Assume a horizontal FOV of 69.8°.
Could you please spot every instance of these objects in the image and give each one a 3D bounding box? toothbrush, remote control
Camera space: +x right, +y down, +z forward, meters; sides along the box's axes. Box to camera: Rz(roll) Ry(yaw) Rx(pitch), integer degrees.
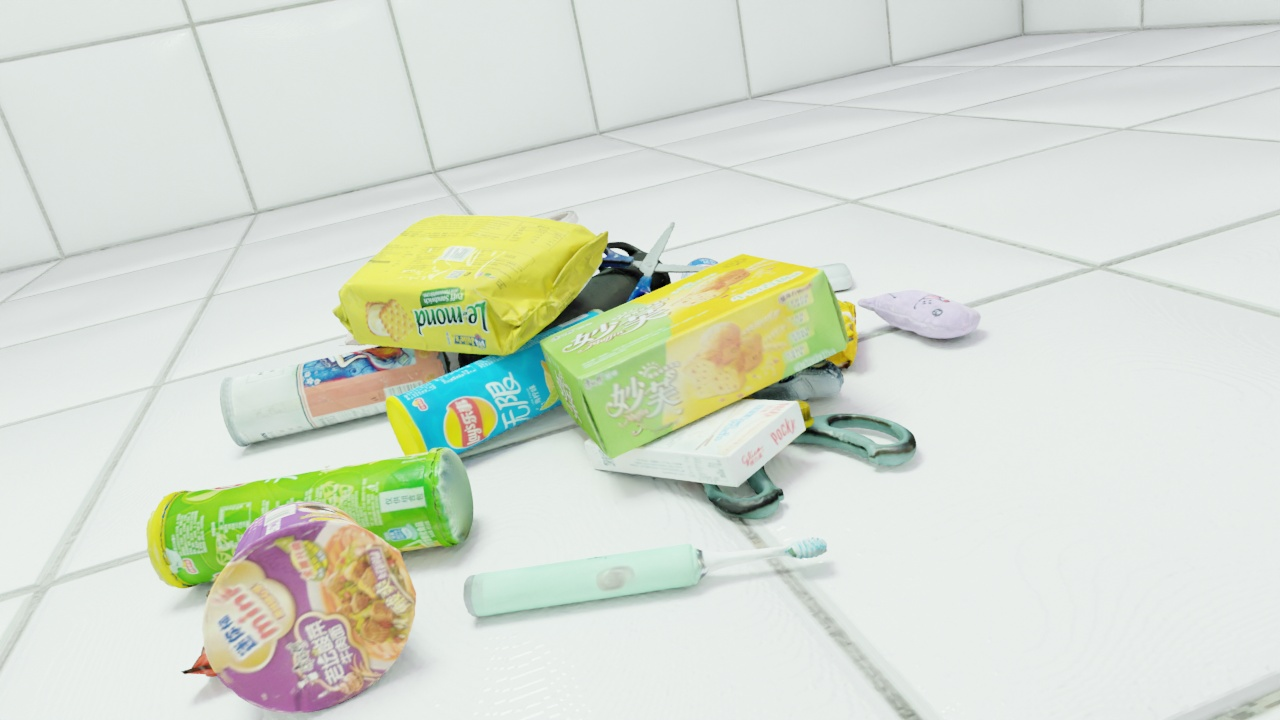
[{"bbox_3d":[0.002,0.130,0.562,0.224,0.026,0.027,-9,-1,5],"label":"toothbrush"},{"bbox_3d":[0.169,-0.086,1.039,0.136,0.020,0.055,-8,22,7],"label":"remote control"},{"bbox_3d":[0.085,0.029,0.762,0.015,0.016,0.190,-17,15,-21],"label":"toothbrush"}]

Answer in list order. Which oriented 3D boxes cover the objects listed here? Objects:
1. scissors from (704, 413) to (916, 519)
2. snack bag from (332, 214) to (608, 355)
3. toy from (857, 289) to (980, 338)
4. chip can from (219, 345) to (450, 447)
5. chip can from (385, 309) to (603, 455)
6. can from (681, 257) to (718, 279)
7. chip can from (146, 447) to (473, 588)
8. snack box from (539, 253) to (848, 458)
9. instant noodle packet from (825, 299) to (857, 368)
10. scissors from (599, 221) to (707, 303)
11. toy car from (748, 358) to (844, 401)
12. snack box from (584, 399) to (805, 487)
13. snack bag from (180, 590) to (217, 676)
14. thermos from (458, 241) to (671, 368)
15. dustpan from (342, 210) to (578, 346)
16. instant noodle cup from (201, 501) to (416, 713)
[{"bbox_3d":[0.103,0.071,0.671,0.170,0.019,0.180,8,30,41],"label":"scissors"},{"bbox_3d":[-0.165,-0.079,0.867,0.247,0.068,0.157,5,42,33],"label":"snack bag"},{"bbox_3d":[0.268,-0.044,0.854,0.083,0.039,0.108,-8,17,-24],"label":"toy"},{"bbox_3d":[-0.299,0.028,0.920,0.214,0.071,0.071,-13,21,-5],"label":"chip can"},{"bbox_3d":[-0.115,0.024,0.818,0.209,0.071,0.071,-25,25,-26],"label":"chip can"},{"bbox_3d":[0.072,-0.070,1.002,0.053,0.053,0.134,-9,21,5],"label":"can"},{"bbox_3d":[-0.232,0.113,0.663,0.221,0.073,0.072,-10,21,5],"label":"chip can"},{"bbox_3d":[0.036,-0.013,0.744,0.210,0.070,0.158,-24,17,-11],"label":"snack box"},{"bbox_3d":[0.137,-0.020,0.853,0.128,0.044,0.110,-7,20,14],"label":"instant noodle packet"},{"bbox_3d":[-0.004,-0.095,0.950,0.162,0.012,0.172,19,51,9],"label":"scissors"},{"bbox_3d":[0.125,0.016,0.771,0.091,0.043,0.034,0,50,34],"label":"toy car"},{"bbox_3d":[0.037,0.057,0.694,0.084,0.027,0.157,-33,21,-37],"label":"snack box"},{"bbox_3d":[-0.263,0.172,0.593,0.048,0.026,0.104,-4,19,-14],"label":"snack bag"},{"bbox_3d":[-0.078,-0.046,0.945,0.241,0.090,0.069,-34,-5,-35],"label":"thermos"},{"bbox_3d":[-0.208,-0.103,1.051,0.273,0.139,0.222,-3,10,-18],"label":"dustpan"},{"bbox_3d":[-0.200,0.138,0.550,0.111,0.111,0.099,-20,13,-20],"label":"instant noodle cup"}]
